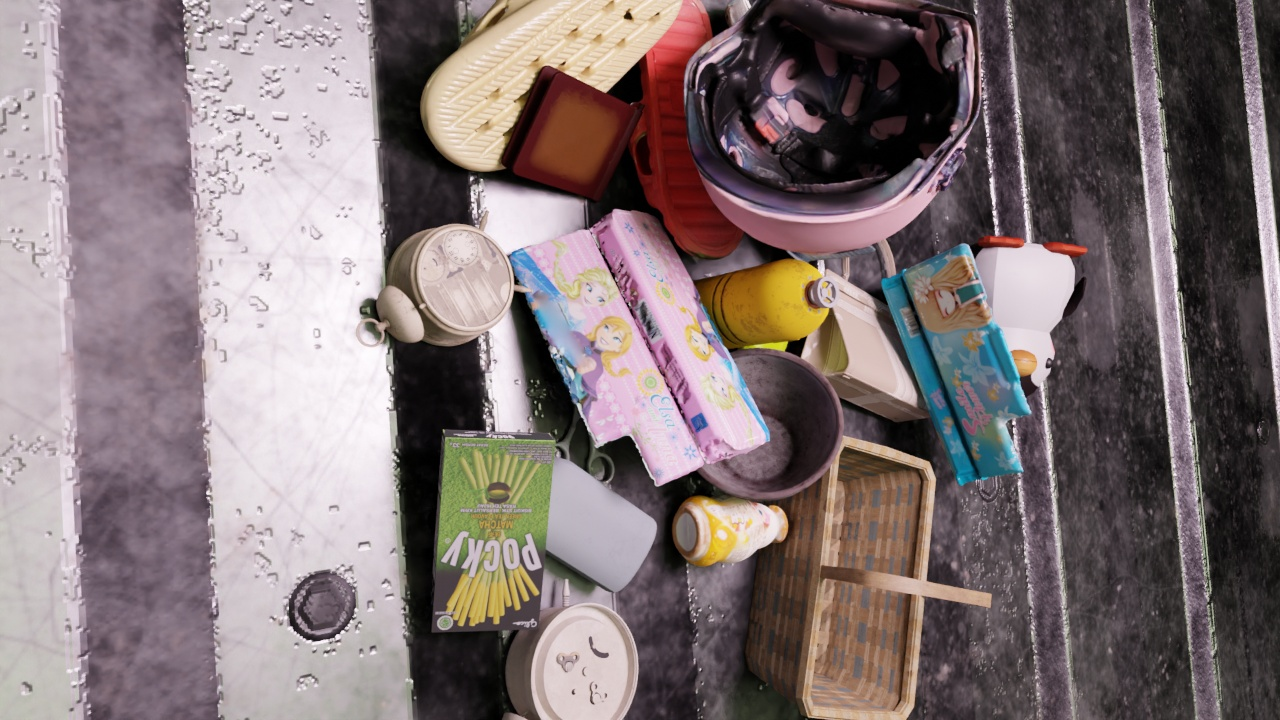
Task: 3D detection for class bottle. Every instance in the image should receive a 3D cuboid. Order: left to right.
[{"bbox_3d":[-0.064,0.120,0.741,0.161,0.046,0.072,39,76,-26],"label":"bottle"},{"bbox_3d":[0.084,0.152,0.834,0.109,0.063,0.063,3,84,-33],"label":"bottle"},{"bbox_3d":[0.105,-0.048,0.806,0.071,0.164,0.071,4,83,-35],"label":"bottle"}]

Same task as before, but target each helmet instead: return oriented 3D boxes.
[{"bbox_3d":[0.153,-0.188,0.767,0.153,0.230,0.254,76,33,-61],"label":"helmet"}]

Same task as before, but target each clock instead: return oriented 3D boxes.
[{"bbox_3d":[-0.153,-0.051,0.692,0.140,0.055,0.093,-37,106,-34],"label":"clock"},{"bbox_3d":[-0.069,0.260,0.720,0.103,0.061,0.156,50,53,-22],"label":"clock"}]

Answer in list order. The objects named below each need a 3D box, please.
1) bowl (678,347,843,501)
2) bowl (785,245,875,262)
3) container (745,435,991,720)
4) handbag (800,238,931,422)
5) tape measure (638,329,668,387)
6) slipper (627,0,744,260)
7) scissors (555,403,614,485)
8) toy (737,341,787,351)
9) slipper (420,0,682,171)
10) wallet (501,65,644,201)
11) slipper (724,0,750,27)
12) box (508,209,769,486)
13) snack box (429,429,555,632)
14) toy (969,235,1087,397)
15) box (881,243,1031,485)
[{"bbox_3d":[0.107,0.068,0.836,0.145,0.067,0.144,-3,62,5],"label":"bowl"},{"bbox_3d":[0.162,-0.133,0.909,0.137,0.137,0.057,32,108,-29],"label":"bowl"},{"bbox_3d":[0.212,0.203,0.845,0.157,0.187,0.249,17,76,-33],"label":"container"},{"bbox_3d":[0.244,-0.052,0.968,0.175,0.062,0.197,21,66,-41],"label":"handbag"},{"bbox_3d":[-0.005,0.005,0.801,0.058,0.038,0.058,-16,95,-35],"label":"tape measure"},{"bbox_3d":[0.032,-0.211,0.835,0.103,0.059,0.248,-10,90,-34],"label":"slipper"},{"bbox_3d":[-0.042,0.042,0.787,0.117,0.014,0.161,30,73,-29],"label":"scissors"},{"bbox_3d":[0.124,-0.004,0.896,0.094,0.036,0.093,-52,120,-23],"label":"toy"},{"bbox_3d":[-0.075,-0.254,0.748,0.261,0.079,0.111,-41,139,-14],"label":"slipper"},{"bbox_3d":[-0.053,-0.185,0.756,0.115,0.018,0.092,7,116,-53],"label":"wallet"},{"bbox_3d":[0.172,-0.249,0.911,0.264,0.063,0.111,53,22,-16],"label":"slipper"},{"bbox_3d":[0.007,-0.017,0.754,0.160,0.063,0.230,-16,74,-38],"label":"box"},{"bbox_3d":[-0.111,0.127,0.685,0.080,0.025,0.147,3,99,-17],"label":"snack box"},{"bbox_3d":[0.427,-0.044,1.077,0.159,0.140,0.184,6,91,-2],"label":"toy"},{"bbox_3d":[0.318,0.009,0.927,0.085,0.170,0.227,-20,85,6],"label":"box"}]
